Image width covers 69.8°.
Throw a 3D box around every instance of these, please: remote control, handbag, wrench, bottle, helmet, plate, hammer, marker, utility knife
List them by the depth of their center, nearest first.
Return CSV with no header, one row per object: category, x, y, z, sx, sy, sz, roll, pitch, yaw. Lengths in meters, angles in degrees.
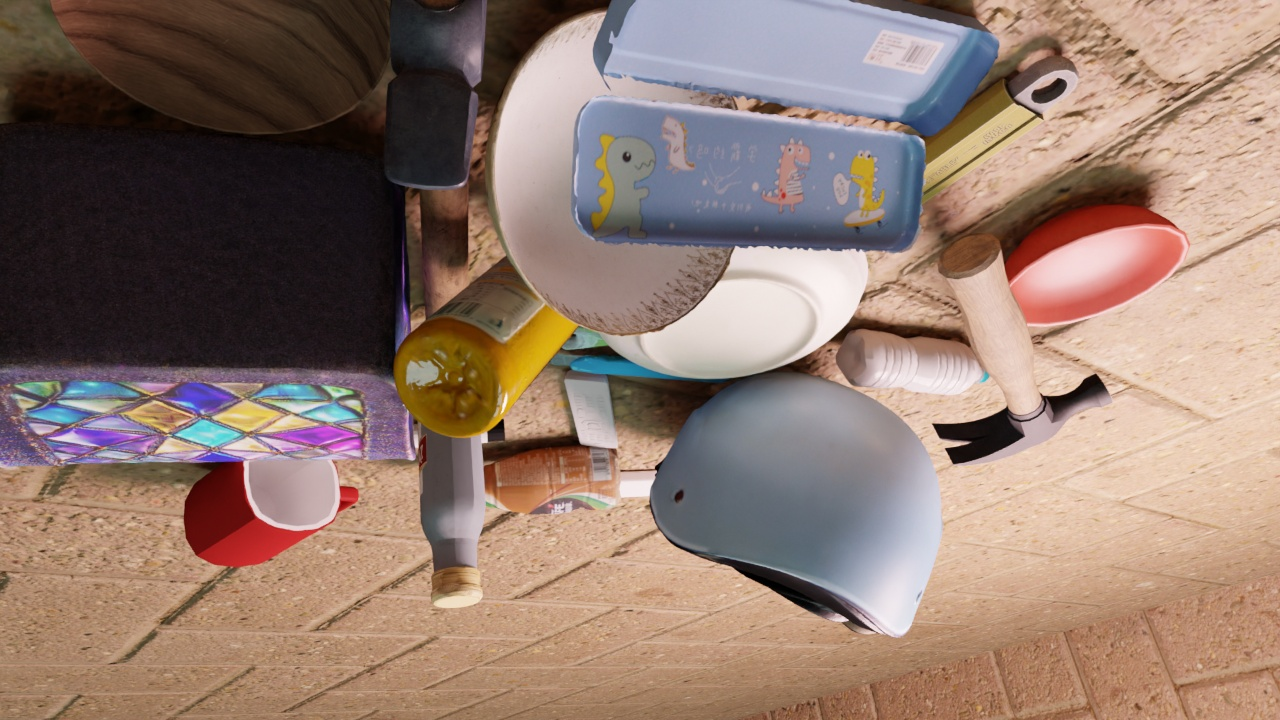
hammer,-0.096,-0.071,0.447,0.040,0.129,0.322,4,160,-10
bottle,-0.058,-0.027,0.463,0.053,0.185,0.053,6,115,13
handbag,-0.217,-0.012,0.475,0.204,0.125,0.223,1,161,-19
wrench,0.132,-0.090,0.551,0.083,0.018,0.274,15,144,-35
plate,0.055,-0.031,0.584,0.182,0.034,0.183,-3,149,-2
hammer,0.256,-0.001,0.654,0.132,0.040,0.305,-29,146,16
bottle,-0.137,0.096,0.668,0.046,0.161,0.072,-2,151,-14
utility knife,-0.004,0.004,0.689,0.197,0.015,0.031,5,155,-32
helmet,0.130,0.099,0.722,0.225,0.167,0.265,25,177,-1
bottle,0.220,0.003,0.724,0.136,0.044,0.044,6,149,-25
marker,-0.183,0.061,0.741,0.145,0.019,0.019,-3,152,-11
remote control,-0.038,0.041,0.750,0.033,0.012,0.131,5,153,5
bottle,-0.102,0.108,0.811,0.167,0.059,0.059,-4,152,-9
remote control,-0.034,0.124,0.910,0.136,0.013,0.043,0,151,-16

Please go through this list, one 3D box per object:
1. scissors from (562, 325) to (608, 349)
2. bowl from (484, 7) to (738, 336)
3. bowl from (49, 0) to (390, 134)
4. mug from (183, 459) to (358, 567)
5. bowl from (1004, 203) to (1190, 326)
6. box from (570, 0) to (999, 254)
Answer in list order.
scissors,-0.004,-0.015,0.658,0.173,0.033,0.065,8,146,-36
bowl,-0.021,-0.087,0.433,0.145,0.145,0.063,17,179,-40
bowl,-0.158,-0.141,0.355,0.119,0.032,0.119,-7,152,-4
mug,-0.295,0.118,0.753,0.097,0.080,0.116,-29,153,33
bowl,0.299,-0.069,0.622,0.122,0.035,0.122,-7,152,-4
box,0.067,-0.110,0.420,0.209,0.039,0.127,-2,124,-32
